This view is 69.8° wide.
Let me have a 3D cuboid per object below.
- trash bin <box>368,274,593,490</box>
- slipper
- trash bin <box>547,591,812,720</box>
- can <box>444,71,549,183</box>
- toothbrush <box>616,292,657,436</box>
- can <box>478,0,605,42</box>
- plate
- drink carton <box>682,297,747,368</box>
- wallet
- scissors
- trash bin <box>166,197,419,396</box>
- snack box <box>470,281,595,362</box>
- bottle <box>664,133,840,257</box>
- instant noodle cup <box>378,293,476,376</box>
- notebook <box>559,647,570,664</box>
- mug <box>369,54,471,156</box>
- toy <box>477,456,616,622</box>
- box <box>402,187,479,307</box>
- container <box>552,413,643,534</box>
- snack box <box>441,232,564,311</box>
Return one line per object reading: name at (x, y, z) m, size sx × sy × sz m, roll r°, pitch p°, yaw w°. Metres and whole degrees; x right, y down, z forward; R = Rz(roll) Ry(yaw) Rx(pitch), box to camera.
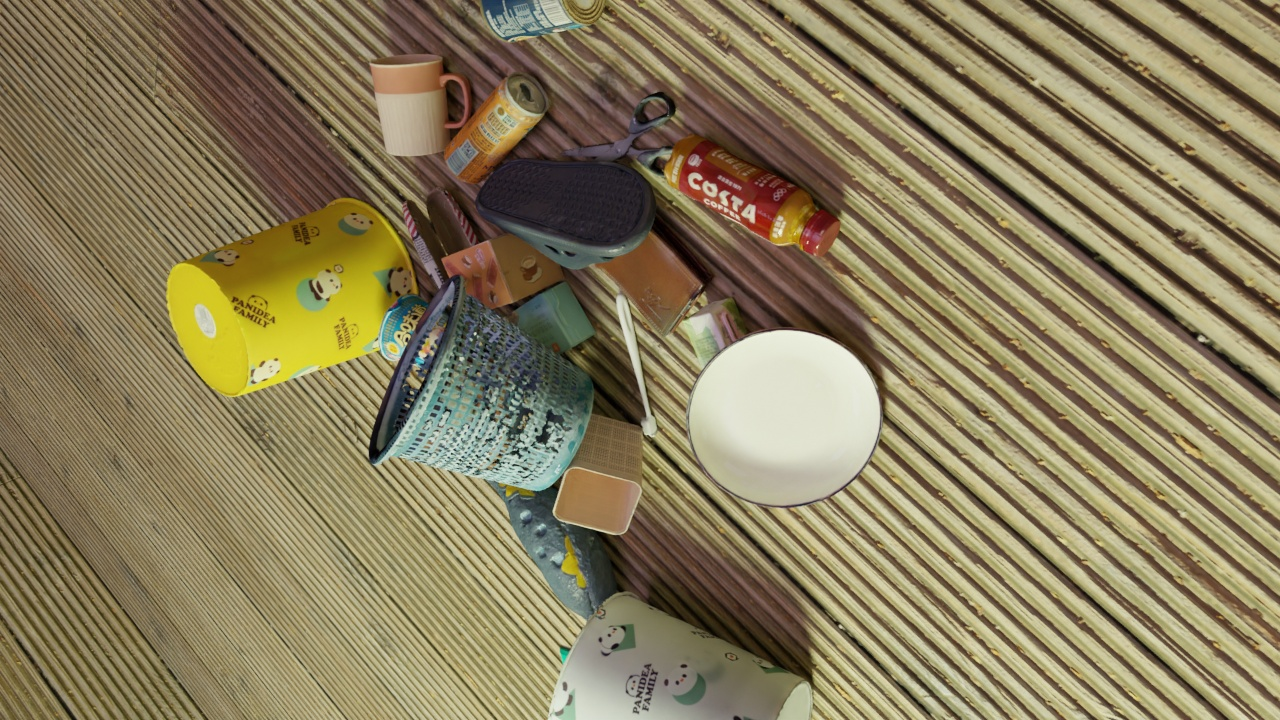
trash bin at (-0.170, 0.046, 1.038) m, size 0.195 × 0.226 × 0.227 m, roll 26°, pitch 137°, yaw -22°
slipper at (-0.073, -0.158, 1.003) m, size 0.268 × 0.110 × 0.083 m, roll 21°, pitch 160°, yaw 42°
trash bin at (0.056, 0.427, 1.100) m, size 0.252 × 0.228 × 0.230 m, roll 12°, pitch 118°, yaw 28°
can at (-0.166, -0.263, 1.047) m, size 0.146 × 0.058 × 0.058 m, roll -32°, pitch 89°, yaw 44°
toothbrush at (-0.006, 0.006, 1.077) m, size 0.016 × 0.016 × 0.180 m, roll 5°, pitch 115°, yaw 44°
can at (-0.098, -0.369, 0.927) m, size 0.111 × 0.075 × 0.075 m, roll 5°, pitch 114°, yaw 37°
plate at (0.142, 0.054, 0.918) m, size 0.192 × 0.039 × 0.192 m, roll 1°, pitch 109°, yaw 4°
drink carton at (0.094, 0.000, 0.964) m, size 0.046 × 0.053 × 0.122 m, roll -15°, pitch 101°, yaw 41°
wallet at (0.012, -0.097, 1.002) m, size 0.124 × 0.032 × 0.101 m, roll 48°, pitch 135°, yaw 12°
scissors at (-0.019, -0.230, 0.976) m, size 0.165 × 0.014 × 0.163 m, roll 38°, pitch 132°, yaw 22°
trash bin at (-0.477, -0.081, 1.256) m, size 0.230 × 0.254 × 0.230 m, roll 19°, pitch 122°, yaw 33°
snack box at (-0.138, -0.028, 1.142) m, size 0.175 × 0.051 × 0.074 m, roll -27°, pitch 94°, yaw 44°
bottle at (0.106, -0.156, 0.875) m, size 0.175 × 0.057 × 0.058 m, roll 33°, pitch 128°, yaw 22°
instant noodle cup at (-0.279, -0.026, 1.236) m, size 0.110 × 0.099 × 0.099 m, roll 23°, pitch 124°, yaw 21°
notebook at (-0.027, 0.507, 1.342) m, size 0.210 × 0.012 × 0.150 m, roll 3°, pitch 112°, yaw 39°
mug at (-0.257, -0.306, 1.095) m, size 0.114 × 0.081 × 0.106 m, roll 1°, pitch 117°, yaw 7°
toy at (-0.105, 0.258, 1.232) m, size 0.356 × 0.091 × 0.138 m, roll 56°, pitch 146°, yaw 6°
box at (-0.252, -0.132, 1.164) m, size 0.076 × 0.086 × 0.163 m, roll -18°, pitch 101°, yaw 54°
container at (-0.046, 0.130, 1.090) m, size 0.090 × 0.110 × 0.090 m, roll 15°, pitch 125°, yaw -6°
snack box at (-0.163, -0.109, 1.095) m, size 0.095 × 0.092 × 0.077 m, roll -12°, pitch 103°, yaw 42°
